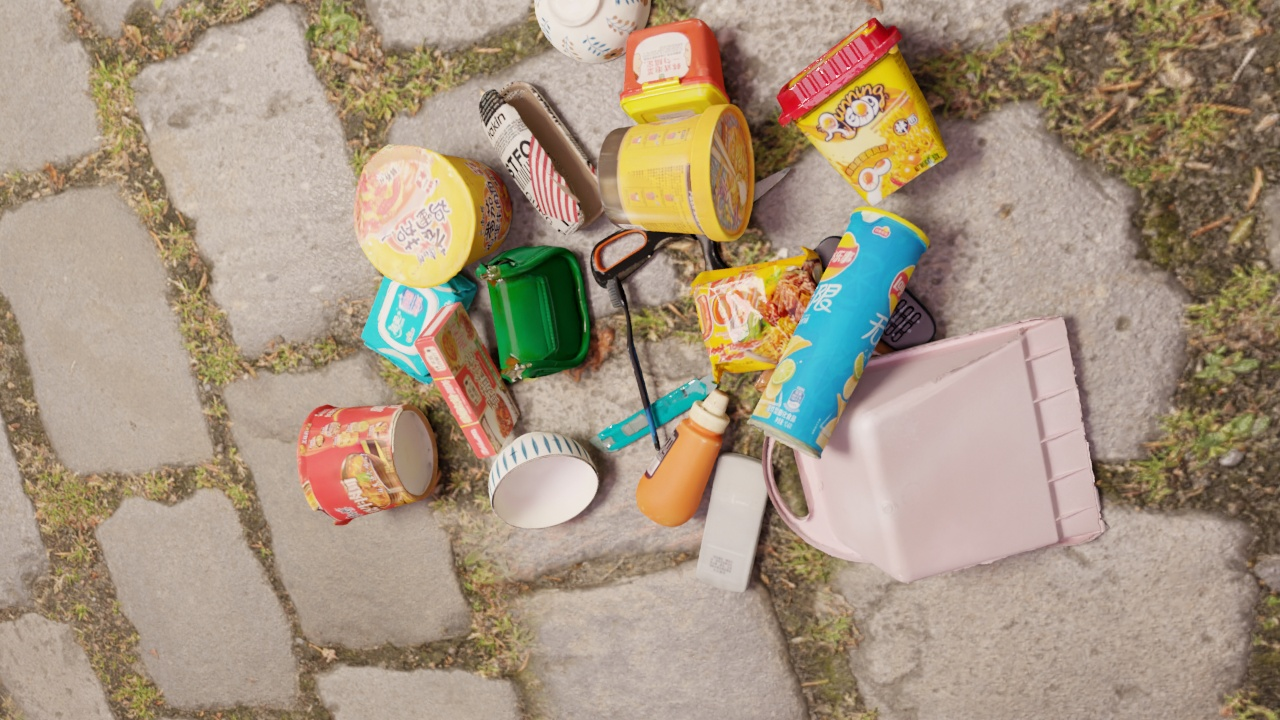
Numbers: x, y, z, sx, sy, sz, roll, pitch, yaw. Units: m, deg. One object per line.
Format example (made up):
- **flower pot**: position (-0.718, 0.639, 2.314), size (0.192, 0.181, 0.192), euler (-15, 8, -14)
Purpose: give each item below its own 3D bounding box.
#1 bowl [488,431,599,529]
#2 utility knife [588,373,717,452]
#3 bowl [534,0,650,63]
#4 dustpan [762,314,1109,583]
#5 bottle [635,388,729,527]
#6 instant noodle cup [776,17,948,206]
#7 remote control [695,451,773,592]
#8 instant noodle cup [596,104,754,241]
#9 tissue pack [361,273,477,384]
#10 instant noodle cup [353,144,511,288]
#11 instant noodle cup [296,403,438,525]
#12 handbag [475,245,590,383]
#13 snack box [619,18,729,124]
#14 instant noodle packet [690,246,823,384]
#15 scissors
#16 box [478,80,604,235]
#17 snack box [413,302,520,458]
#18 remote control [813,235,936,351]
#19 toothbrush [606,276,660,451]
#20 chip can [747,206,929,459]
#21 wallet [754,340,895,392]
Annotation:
- **bowl**: position (-0.108, 0.120, 0.986), size (0.117, 0.116, 0.066), euler (-50, 40, 23)
- **utility knife**: position (0.014, 0.057, 0.964), size (0.167, 0.013, 0.029), euler (-32, 96, 24)
- **bowl**: position (-0.052, -0.340, 0.859), size (0.113, 0.062, 0.113), euler (5, 105, 17)
- **dustpan**: position (0.263, 0.084, 0.860), size (0.273, 0.139, 0.222), euler (-17, 103, -11)
- **bottle**: position (0.050, 0.096, 0.938), size (0.067, 0.066, 0.150), euler (29, 104, 11)
- **instant noodle cup**: position (0.193, -0.208, 0.783), size (0.116, 0.115, 0.123), euler (-34, 103, 24)
- **remote control**: position (0.098, 0.170, 0.959), size (0.058, 0.021, 0.150), euler (15, 108, 16)
- **instant noodle cup**: position (0.032, -0.166, 0.831), size (0.115, 0.118, 0.118), euler (2, 105, 26)
- **tissue pack**: position (-0.246, -0.049, 1.011), size (0.093, 0.050, 0.134), euler (30, 112, 10)
- **instant noodle cup**: position (-0.203, -0.151, 0.937), size (0.138, 0.109, 0.138), euler (5, 106, 19)
- **instant noodle cup**: position (-0.301, 0.108, 1.035), size (0.109, 0.137, 0.138), euler (-10, 100, 13)
- **handbag**: position (-0.108, -0.048, 0.925), size (0.068, 0.120, 0.131), euler (-3, 105, 26)
- **snack box**: position (0.030, -0.261, 0.837), size (0.091, 0.082, 0.080), euler (-4, 84, 20)
- **instant noodle packet**: position (0.113, -0.041, 0.861), size (0.129, 0.044, 0.111), euler (-12, 93, 24)
- **scissors**: position (0.053, -0.114, 0.901), size (0.234, 0.021, 0.221), euler (-21, 96, 24)
- **box**: position (-0.094, -0.205, 0.923), size (0.163, 0.082, 0.075), euler (52, 148, 0)
- **snack box**: position (-0.180, 0.022, 0.967), size (0.025, 0.075, 0.153), euler (-11, 120, 22)
- **remote control**: position (0.215, -0.061, 0.853), size (0.136, 0.024, 0.053), euler (44, 110, 8)
- **toothbrush**: position (-0.006, 0.006, 0.941), size (0.016, 0.014, 0.189), euler (-7, 105, 27)
- **chip can**: position (0.169, -0.024, 0.788), size (0.071, 0.071, 0.210), euler (27, 86, 12)
- **wallet**: position (0.190, 0.017, 0.882), size (0.132, 0.031, 0.108), euler (34, 111, 10)
